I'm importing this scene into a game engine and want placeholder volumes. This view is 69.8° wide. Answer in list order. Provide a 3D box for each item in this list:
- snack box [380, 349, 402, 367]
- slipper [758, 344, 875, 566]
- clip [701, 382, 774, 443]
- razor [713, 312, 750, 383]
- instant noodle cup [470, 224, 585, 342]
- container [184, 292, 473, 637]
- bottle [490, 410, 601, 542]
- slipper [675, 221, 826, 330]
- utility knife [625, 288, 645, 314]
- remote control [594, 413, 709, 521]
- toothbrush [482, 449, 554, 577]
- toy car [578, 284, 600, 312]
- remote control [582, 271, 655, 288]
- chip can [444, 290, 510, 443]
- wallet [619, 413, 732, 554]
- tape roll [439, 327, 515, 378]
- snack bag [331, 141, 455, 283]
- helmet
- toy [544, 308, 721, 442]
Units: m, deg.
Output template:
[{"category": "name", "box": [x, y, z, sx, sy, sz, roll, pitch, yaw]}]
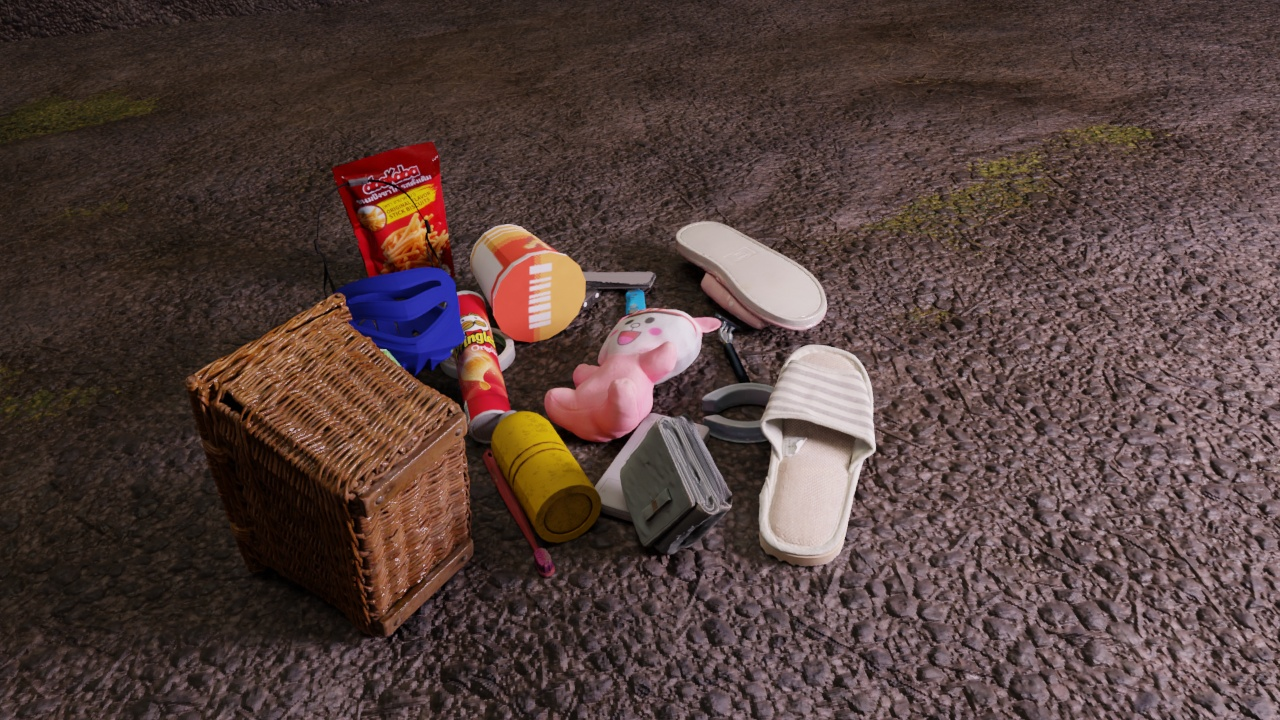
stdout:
[{"category": "snack box", "box": [-0.306, 0.029, 0.969, 0.132, 0.168, 0.027, 1, 68, 5]}, {"category": "slipper", "box": [0.175, 0.082, 0.921, 0.114, 0.054, 0.271, 10, 49, 8]}, {"category": "clip", "box": [0.149, 0.044, 1.021, 0.163, 0.028, 0.114, -1, 38, 3]}, {"category": "razor", "box": [0.113, -0.004, 1.101, 0.042, 0.022, 0.144, 26, 30, -27]}, {"category": "instant noodle cup", "box": [-0.153, -0.108, 1.180, 0.123, 0.124, 0.121, -21, 41, -21]}, {"category": "container", "box": [-0.254, 0.107, 0.815, 0.183, 0.250, 0.161, 27, 45, 23]}, {"category": "bottle", "box": [-0.104, 0.106, 0.932, 0.071, 0.071, 0.164, -19, 38, -19]}, {"category": "slipper", "box": [0.140, -0.107, 1.210, 0.114, 0.054, 0.274, -22, 42, -22]}, {"category": "utility knife", "box": [-0.009, -0.062, 1.200, 0.031, 0.015, 0.185, -4, 34, 1]}, {"category": "remote control", "box": [0.011, 0.111, 0.952, 0.074, 0.019, 0.150, 13, 38, 23]}, {"category": "toothbrush", "box": [-0.125, 0.147, 0.920, 0.016, 0.016, 0.190, -19, 38, -17]}, {"category": "toy car", "box": [-0.101, -0.094, 1.234, 0.092, 0.037, 0.040, 19, 42, 30]}, {"category": "remote control", "box": [-0.048, -0.110, 1.261, 0.137, 0.013, 0.033, 2, 36, 19]}, {"category": "chip can", "box": [-0.190, 0.003, 1.071, 0.051, 0.052, 0.214, -12, 44, -10]}, {"category": "wallet", "box": [0.029, 0.114, 0.829, 0.054, 0.132, 0.100, -20, 69, -28]}, {"category": "tape roll", "box": [-0.205, -0.010, 1.147, 0.094, 0.018, 0.093, -3, 36, 2]}, {"category": "snack bag", "box": [-0.328, -0.188, 1.246, 0.138, 0.208, 0.066, -17, 38, -18]}, {"category": "helmet", "box": [-0.285, -0.091, 1.026, 0.147, 0.228, 0.242, -14, 13, -21]}, {"category": "toy", "box": [-0.006, 0.006, 1.038, 0.142, 0.084, 0.212, -8, 31, 36]}]
